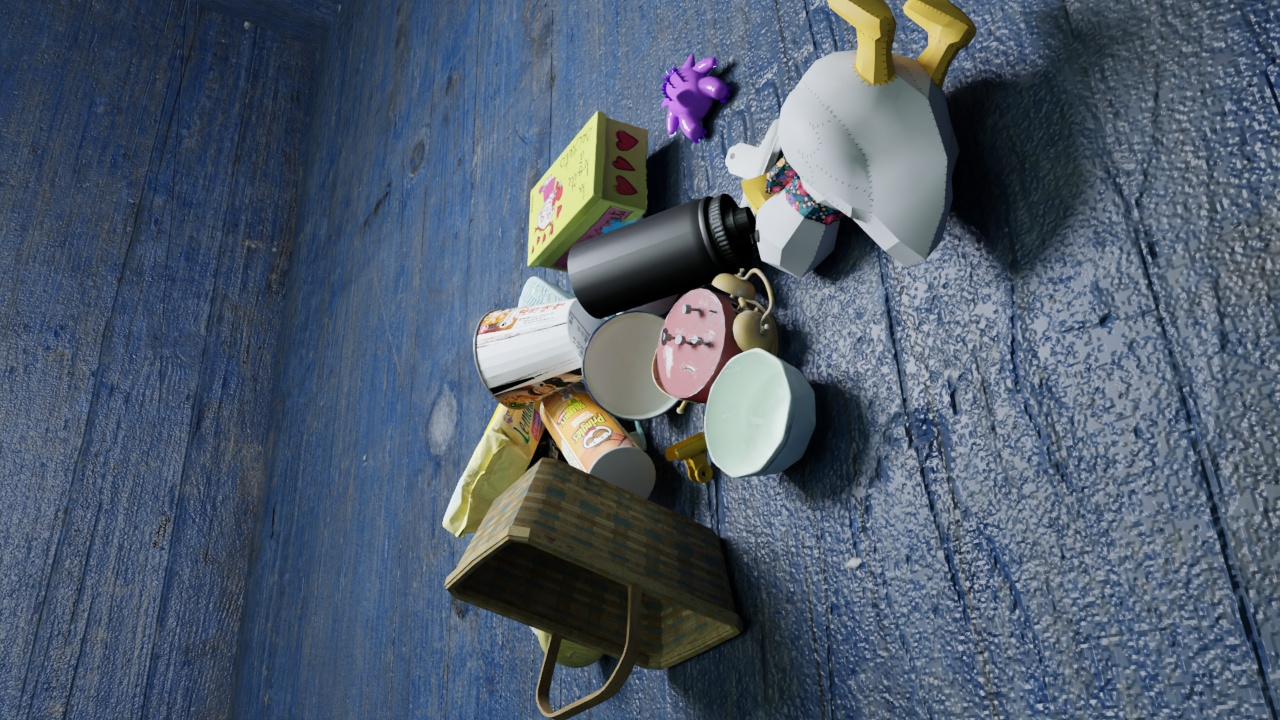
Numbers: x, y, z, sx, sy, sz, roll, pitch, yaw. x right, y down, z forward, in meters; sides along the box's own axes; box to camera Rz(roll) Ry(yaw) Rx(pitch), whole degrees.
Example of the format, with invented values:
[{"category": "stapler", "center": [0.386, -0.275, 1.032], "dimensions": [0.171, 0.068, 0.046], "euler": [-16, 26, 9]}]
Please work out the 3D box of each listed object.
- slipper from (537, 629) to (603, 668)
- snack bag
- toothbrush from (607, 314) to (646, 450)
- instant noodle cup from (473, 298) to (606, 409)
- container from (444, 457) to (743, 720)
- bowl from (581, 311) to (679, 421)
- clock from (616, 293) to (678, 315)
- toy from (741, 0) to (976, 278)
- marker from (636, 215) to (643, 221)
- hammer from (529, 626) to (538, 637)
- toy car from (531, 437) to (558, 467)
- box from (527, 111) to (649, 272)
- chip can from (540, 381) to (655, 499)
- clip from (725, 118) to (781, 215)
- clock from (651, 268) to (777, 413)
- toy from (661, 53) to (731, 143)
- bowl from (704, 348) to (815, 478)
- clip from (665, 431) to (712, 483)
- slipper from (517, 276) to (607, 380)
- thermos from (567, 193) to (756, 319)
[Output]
[{"category": "slipper", "center": [-0.078, 0.247, 1.040], "dimensions": [0.082, 0.091, 0.190], "euler": [-18, 60, 56]}, {"category": "snack bag", "center": [-0.172, 0.108, 1.188], "dimensions": [0.160, 0.068, 0.246], "euler": [-62, 7, 24]}, {"category": "toothbrush", "center": [-0.020, 0.016, 1.052], "dimensions": [0.016, 0.016, 0.180], "euler": [141, 118, -70]}, {"category": "instant noodle cup", "center": [-0.107, -0.016, 1.064], "dimensions": [0.122, 0.123, 0.123], "euler": [-16, 63, 30]}, {"category": "container", "center": [-0.043, 0.226, 0.841], "dimensions": [0.158, 0.250, 0.186], "euler": [-42, 29, 42]}, {"category": "bowl", "center": [-0.006, 0.006, 1.010], "dimensions": [0.062, 0.118, 0.118], "euler": [-168, 91, -86]}, {"category": "clock", "center": [-0.002, -0.092, 1.075], "dimensions": [0.118, 0.057, 0.083], "euler": [-15, 66, 55]}, {"category": "toy", "center": [0.175, -0.164, 0.763], "dimensions": [0.246, 0.140, 0.268], "euler": [-116, 32, -44]}, {"category": "marker", "center": [-0.005, -0.179, 1.150], "dimensions": [0.017, 0.017, 0.145], "euler": [-54, 39, 31]}, {"category": "hammer", "center": [-0.144, 0.196, 1.210], "dimensions": [0.301, 0.037, 0.218], "euler": [27, 101, 58]}, {"category": "toy car", "center": [-0.120, 0.136, 1.131], "dimensions": [0.090, 0.027, 0.038], "euler": [-61, 22, 26]}, {"category": "box", "center": [-0.071, -0.207, 1.177], "dimensions": [0.222, 0.082, 0.124], "euler": [148, 127, -61]}, {"category": "chip can", "center": [-0.054, 0.092, 1.039], "dimensions": [0.075, 0.075, 0.215], "euler": [-70, 24, 11]}, {"category": "clip", "center": [0.123, -0.205, 0.968], "dimensions": [0.056, 0.046, 0.102], "euler": [36, 108, 51]}, {"category": "clock", "center": [0.075, -0.023, 0.905], "dimensions": [0.159, 0.081, 0.117], "euler": [-52, 40, 34]}, {"category": "toy", "center": [0.054, -0.312, 1.071], "dimensions": [0.106, 0.055, 0.088], "euler": [-56, 33, 27]}, {"category": "bowl", "center": [0.116, 0.052, 0.832], "dimensions": [0.118, 0.061, 0.117], "euler": [-26, 57, 50]}, {"category": "clip", "center": [0.058, 0.100, 0.929], "dimensions": [0.049, 0.053, 0.044], "euler": [54, 144, 22]}, {"category": "slipper", "center": [-0.074, -0.029, 1.156], "dimensions": [0.246, 0.074, 0.104], "euler": [27, 105, 41]}, {"category": "thermos", "center": [0.030, -0.112, 0.956], "dimensions": [0.199, 0.086, 0.086], "euler": [-17, 62, 26]}]
